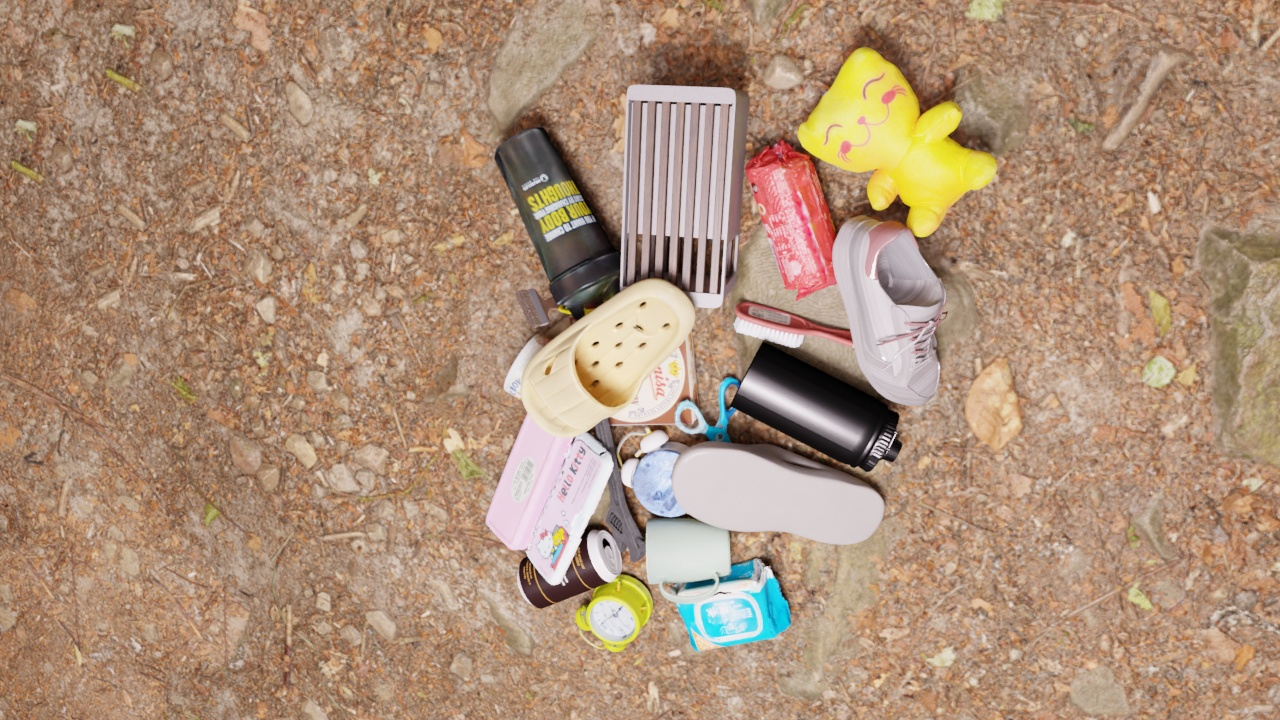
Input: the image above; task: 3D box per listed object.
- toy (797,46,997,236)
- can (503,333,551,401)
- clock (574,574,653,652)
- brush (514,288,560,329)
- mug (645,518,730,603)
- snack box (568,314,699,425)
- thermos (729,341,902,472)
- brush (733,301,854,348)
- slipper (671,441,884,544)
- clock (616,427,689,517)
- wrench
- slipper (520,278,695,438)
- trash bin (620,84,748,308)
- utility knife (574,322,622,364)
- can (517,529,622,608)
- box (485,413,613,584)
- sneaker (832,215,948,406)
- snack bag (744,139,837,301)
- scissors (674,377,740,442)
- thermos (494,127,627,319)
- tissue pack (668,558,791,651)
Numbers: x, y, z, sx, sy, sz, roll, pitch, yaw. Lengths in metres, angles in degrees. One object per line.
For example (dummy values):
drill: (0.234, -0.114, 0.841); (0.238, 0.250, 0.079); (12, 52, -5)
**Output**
toy: (0.276, -0.234, 0.972); (0.194, 0.087, 0.135); (39, 128, 5)
can: (-0.129, 0.011, 1.139); (0.043, 0.086, 0.086); (32, 110, 5)
clock: (-0.036, 0.341, 1.226); (0.083, 0.057, 0.119); (39, 117, 0)
brush: (-0.109, -0.065, 1.082); (0.008, 0.143, 0.045); (-23, 90, 17)
mug: (0.060, 0.252, 1.150); (0.104, 0.111, 0.084); (-1, 138, 4)
snack box: (-0.007, 0.007, 1.131); (0.147, 0.041, 0.143); (-2, 104, 15)
thermos: (0.212, 0.060, 1.069); (0.198, 0.086, 0.086); (27, 110, 5)
brush: (0.192, -0.031, 1.077); (0.172, 0.040, 0.030); (15, 126, 7)
slipper: (0.164, 0.151, 1.121); (0.266, 0.080, 0.113); (11, 116, -7)
clock: (0.026, 0.139, 1.155); (0.125, 0.051, 0.089); (37, 111, 2)
wrench: (-0.035, 0.140, 1.149); (0.073, 0.018, 0.273); (22, 131, 49)
slipper: (-0.048, 0.009, 1.019); (0.111, 0.079, 0.262); (43, 121, -11)
trash bin: (0.050, -0.186, 1.024); (0.114, 0.114, 0.229); (6, 107, 12)
utility knife: (-0.075, 0.008, 1.119); (0.030, 0.017, 0.159); (45, 114, 11)
can: (-0.095, 0.276, 1.213); (0.129, 0.071, 0.072); (-25, 98, 19)
box: (-0.118, 0.168, 1.170); (0.153, 0.037, 0.201); (38, 114, 36)
sneaker: (0.288, -0.045, 0.992); (0.099, 0.089, 0.236); (-33, 112, -17)
snack bag: (0.174, -0.156, 1.019); (0.082, 0.082, 0.176); (-18, 101, 18)
scissors: (0.102, 0.082, 1.127); (0.117, 0.013, 0.140); (-44, 117, -13)
thermos: (-0.094, -0.158, 1.075); (0.098, 0.098, 0.221); (-28, 89, 19)
tissue pack: (0.115, 0.315, 1.178); (0.145, 0.061, 0.093); (-17, 100, 17)
